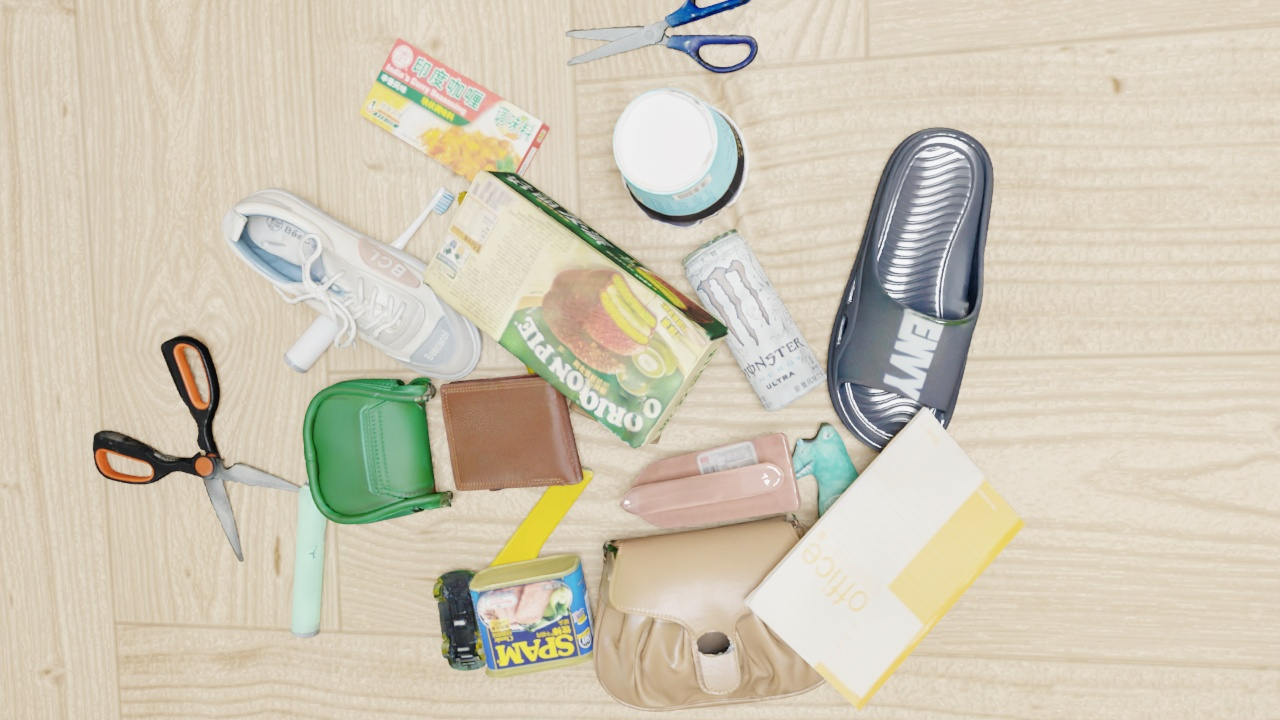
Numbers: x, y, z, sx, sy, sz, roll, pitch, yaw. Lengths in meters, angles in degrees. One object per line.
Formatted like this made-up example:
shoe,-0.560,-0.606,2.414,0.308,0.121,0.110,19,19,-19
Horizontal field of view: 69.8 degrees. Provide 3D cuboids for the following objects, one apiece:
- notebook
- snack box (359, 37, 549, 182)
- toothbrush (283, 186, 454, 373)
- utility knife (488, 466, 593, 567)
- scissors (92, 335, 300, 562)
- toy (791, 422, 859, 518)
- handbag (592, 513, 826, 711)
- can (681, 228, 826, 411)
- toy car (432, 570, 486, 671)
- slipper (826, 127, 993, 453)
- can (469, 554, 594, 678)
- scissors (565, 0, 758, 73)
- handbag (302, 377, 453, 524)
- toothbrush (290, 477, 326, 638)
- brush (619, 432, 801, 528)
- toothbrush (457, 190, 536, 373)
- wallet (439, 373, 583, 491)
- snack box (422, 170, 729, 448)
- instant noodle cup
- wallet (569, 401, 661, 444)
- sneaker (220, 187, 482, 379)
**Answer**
notebook,0.197,0.158,0.723,0.206,0.010,0.146,-46,107,-5
snack box,-0.166,-0.213,0.815,0.156,0.027,0.077,31,97,8
toothbrush,-0.249,-0.075,0.840,0.221,0.026,0.026,-46,126,10
utility knife,-0.093,0.155,0.829,0.033,0.015,0.154,37,99,-1
scissors,-0.432,0.085,0.891,0.235,0.021,0.221,3,99,11
toy,0.157,0.101,0.771,0.097,0.030,0.092,-25,84,19
handbag,0.059,0.212,0.759,0.204,0.099,0.148,-10,95,5
can,0.093,-0.033,0.759,0.058,0.058,0.146,-31,88,11
toy car,-0.160,0.235,0.836,0.043,0.036,0.091,-7,93,12
slipper,0.214,-0.055,0.723,0.111,0.083,0.268,12,94,12
can,-0.093,0.222,0.803,0.102,0.057,0.083,-11,97,4
scissors,0.019,-0.289,0.782,0.171,0.012,0.140,27,100,9
handbag,-0.234,0.080,0.825,0.120,0.068,0.131,-8,92,11
toothbrush,-0.310,0.151,0.866,0.027,0.026,0.224,3,95,-29
brush,0.056,0.104,0.760,0.146,0.073,0.063,-13,85,21
toothbrush,-0.123,-0.063,0.821,0.016,0.016,0.190,-22,89,13
wallet,-0.116,0.064,0.812,0.125,0.032,0.101,-6,97,22
snack box,-0.056,-0.046,0.753,0.240,0.063,0.115,36,109,12
instant noodle cup,0.027,-0.166,0.732,0.111,0.120,0.111,1,93,11
wallet,-0.005,0.005,0.795,0.090,0.033,0.115,21,98,12
sneaker,-0.242,-0.062,0.782,0.242,0.090,0.089,35,102,-11
